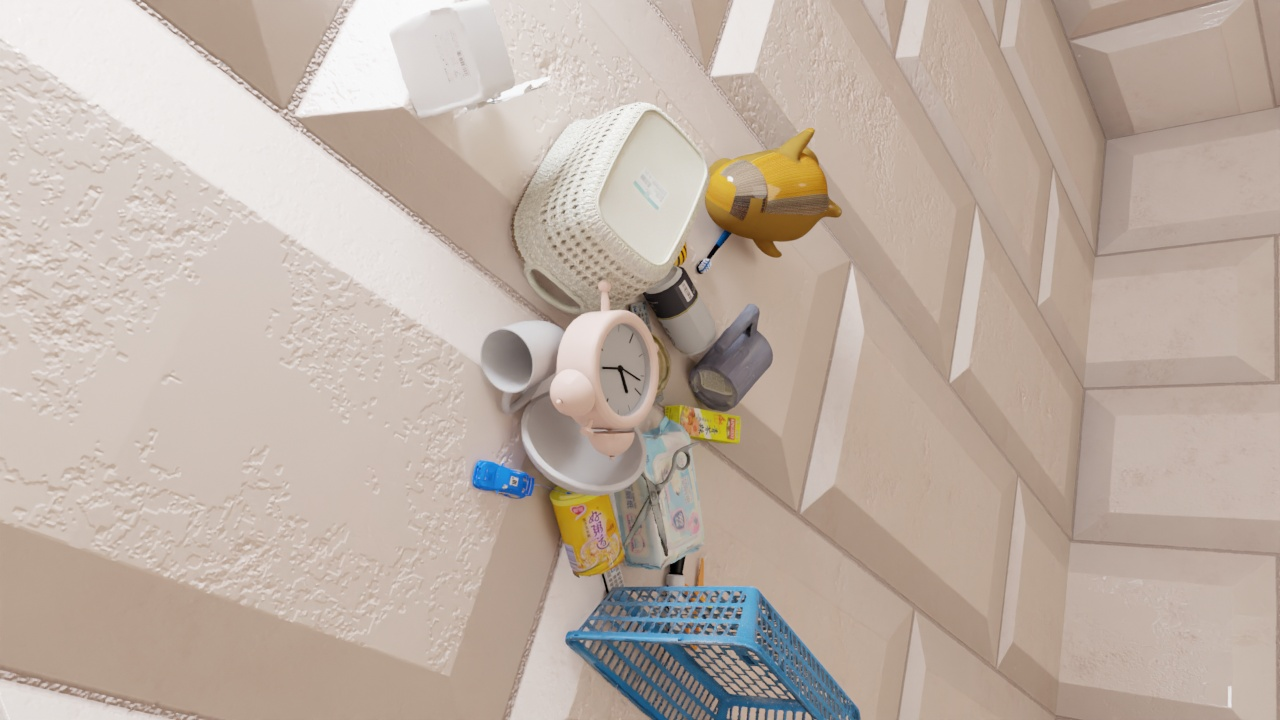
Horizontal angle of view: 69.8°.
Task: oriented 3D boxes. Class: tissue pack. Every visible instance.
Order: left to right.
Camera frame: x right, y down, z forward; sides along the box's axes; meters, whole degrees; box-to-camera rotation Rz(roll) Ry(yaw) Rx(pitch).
[{"bbox_3d":[0.023,0.169,1.168,0.111,0.070,0.182,-13,96,-49],"label":"tissue pack"}]

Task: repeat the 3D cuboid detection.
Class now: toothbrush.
[{"bbox_3d":[0.123,-0.181,1.361,0.014,0.014,0.167,52,50,-20],"label":"toothbrush"}]

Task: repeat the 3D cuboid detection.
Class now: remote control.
[{"bbox_3d":[-0.043,0.238,1.127,0.028,0.012,0.124,-28,109,-48],"label":"remote control"},{"bbox_3d":[0.007,-0.009,1.206,0.033,0.013,0.136,-17,101,-49],"label":"remote control"}]

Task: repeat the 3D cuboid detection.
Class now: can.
[{"bbox_3d":[-0.061,0.191,1.066,0.067,0.068,0.105,-30,110,-47],"label":"can"},{"bbox_3d":[-0.007,0.007,1.154,0.086,0.043,0.086,2,87,-39],"label":"can"},{"bbox_3d":[0.056,-0.063,1.230,0.127,0.064,0.064,58,47,-30],"label":"can"}]

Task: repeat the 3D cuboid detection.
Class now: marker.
[{"bbox_3d":[0.045,0.310,1.218,0.025,0.025,0.125,17,74,-48],"label":"marker"}]

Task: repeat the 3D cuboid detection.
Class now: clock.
[{"bbox_3d":[-0.044,0.013,1.017,0.131,0.086,0.160,51,42,-42],"label":"clock"}]

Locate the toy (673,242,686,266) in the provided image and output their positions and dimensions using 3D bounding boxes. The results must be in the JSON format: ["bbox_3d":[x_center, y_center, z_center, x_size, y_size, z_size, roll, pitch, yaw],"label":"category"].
[{"bbox_3d":[0.039,-0.177,1.236,0.084,0.046,0.103,-16,103,-56],"label":"toy"}]

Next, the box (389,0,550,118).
[{"bbox_3d":[-0.162,-0.307,0.954,0.136,0.109,0.126,-39,117,-44],"label":"box"}]

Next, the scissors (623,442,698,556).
[{"bbox_3d":[0.024,0.154,1.110,0.173,0.014,0.141,-38,104,-37],"label":"scissors"}]

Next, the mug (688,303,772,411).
[{"bbox_3d":[0.128,-0.004,1.283,0.103,0.084,0.124,-46,152,-40],"label":"mug"}]

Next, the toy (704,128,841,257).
[{"bbox_3d":[0.172,-0.240,1.328,0.202,0.162,0.199,-13,126,-43],"label":"toy"}]

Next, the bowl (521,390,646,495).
[{"bbox_3d":[-0.069,0.101,1.044,0.149,0.043,0.149,17,40,-14],"label":"bowl"}]

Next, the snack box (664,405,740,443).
[{"bbox_3d":[0.088,0.090,1.284,0.147,0.029,0.040,13,77,-49],"label":"snack box"}]

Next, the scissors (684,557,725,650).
[{"bbox_3d":[0.086,0.338,1.276,0.127,0.011,0.125,15,77,-50],"label":"scissors"}]

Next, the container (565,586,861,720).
[{"bbox_3d":[0.111,0.390,1.117,0.362,0.258,0.089,52,43,-34],"label":"container"}]

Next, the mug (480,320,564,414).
[{"bbox_3d":[-0.124,0.007,1.016,0.089,0.071,0.107,-25,134,-57],"label":"mug"}]

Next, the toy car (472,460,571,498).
[{"bbox_3d":[-0.128,0.133,0.994,0.092,0.062,0.033,26,67,-46],"label":"toy car"}]

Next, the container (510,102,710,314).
[{"bbox_3d":[-0.027,-0.182,1.078,0.184,0.143,0.245,39,57,-26],"label":"container"}]
